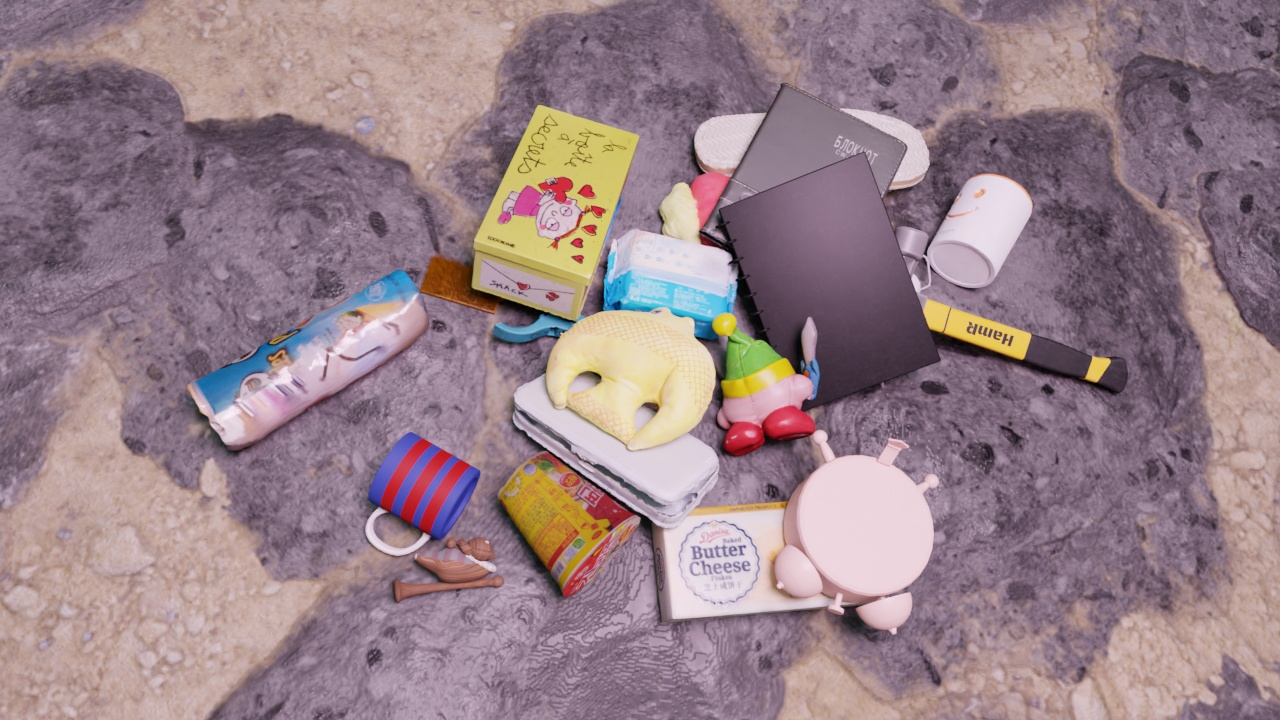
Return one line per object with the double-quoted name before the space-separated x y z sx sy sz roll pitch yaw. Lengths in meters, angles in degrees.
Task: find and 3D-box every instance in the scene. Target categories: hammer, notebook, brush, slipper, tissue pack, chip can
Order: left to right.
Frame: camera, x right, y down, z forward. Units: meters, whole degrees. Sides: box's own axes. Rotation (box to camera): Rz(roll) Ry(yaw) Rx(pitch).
"chip can" -0.313 -0.002 0.892 0.229 0.080 0.080 -34 78 -18
"brush" -0.166 -0.076 0.971 0.126 0.017 0.048 17 68 -2
"tissue pack" 0.031 -0.080 0.980 0.144 0.062 0.092 12 66 -8
"notebook" 0.184 -0.186 1.007 0.169 0.029 0.208 28 79 2
"slipper" 0.197 -0.240 1.070 0.272 0.054 0.114 3 67 -3
"notebook" 0.193 -0.078 0.961 0.169 0.019 0.231 -21 94 6
"hammer" 0.394 -0.020 1.010 0.324 0.034 0.170 16 94 -11

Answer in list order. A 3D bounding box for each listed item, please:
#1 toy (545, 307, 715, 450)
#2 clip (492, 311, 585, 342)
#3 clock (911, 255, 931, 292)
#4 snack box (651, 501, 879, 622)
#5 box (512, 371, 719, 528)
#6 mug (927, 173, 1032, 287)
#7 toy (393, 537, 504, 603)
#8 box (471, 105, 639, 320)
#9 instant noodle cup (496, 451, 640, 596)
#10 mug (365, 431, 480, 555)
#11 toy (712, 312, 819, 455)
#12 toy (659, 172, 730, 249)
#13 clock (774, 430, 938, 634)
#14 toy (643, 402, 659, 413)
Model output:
"toy" -0.005 0.005 0.890 0.170 0.065 0.154 27 64 22
"clip" -0.105 -0.043 0.953 0.118 0.033 0.120 -30 81 -30
"clock" 0.268 -0.105 1.035 0.124 0.044 0.087 4 69 -6
"snack box" 0.120 0.193 0.894 0.207 0.058 0.104 -2 70 -10
"box" -0.027 0.078 0.895 0.214 0.063 0.118 28 42 23
"mug" 0.387 -0.148 1.049 0.082 0.082 0.105 33 70 4
"toy" -0.179 0.193 0.858 0.101 0.042 0.055 -2 92 -18
"box" -0.086 -0.160 0.958 0.124 0.079 0.220 19 55 -1
"instant noodle cup" -0.073 0.146 0.866 0.100 0.100 0.112 -40 72 -20
"mug" -0.211 0.134 0.864 0.076 0.075 0.112 29 94 3
"toy" 0.122 0.019 0.928 0.124 0.096 0.131 -20 65 30
"toy" 0.088 -0.167 1.029 0.135 0.045 0.091 -11 77 -7
"clock" 0.204 0.155 0.849 0.131 0.086 0.160 22 73 0
"toy" 0.007 0.016 0.948 0.063 0.047 0.110 -32 73 -30
